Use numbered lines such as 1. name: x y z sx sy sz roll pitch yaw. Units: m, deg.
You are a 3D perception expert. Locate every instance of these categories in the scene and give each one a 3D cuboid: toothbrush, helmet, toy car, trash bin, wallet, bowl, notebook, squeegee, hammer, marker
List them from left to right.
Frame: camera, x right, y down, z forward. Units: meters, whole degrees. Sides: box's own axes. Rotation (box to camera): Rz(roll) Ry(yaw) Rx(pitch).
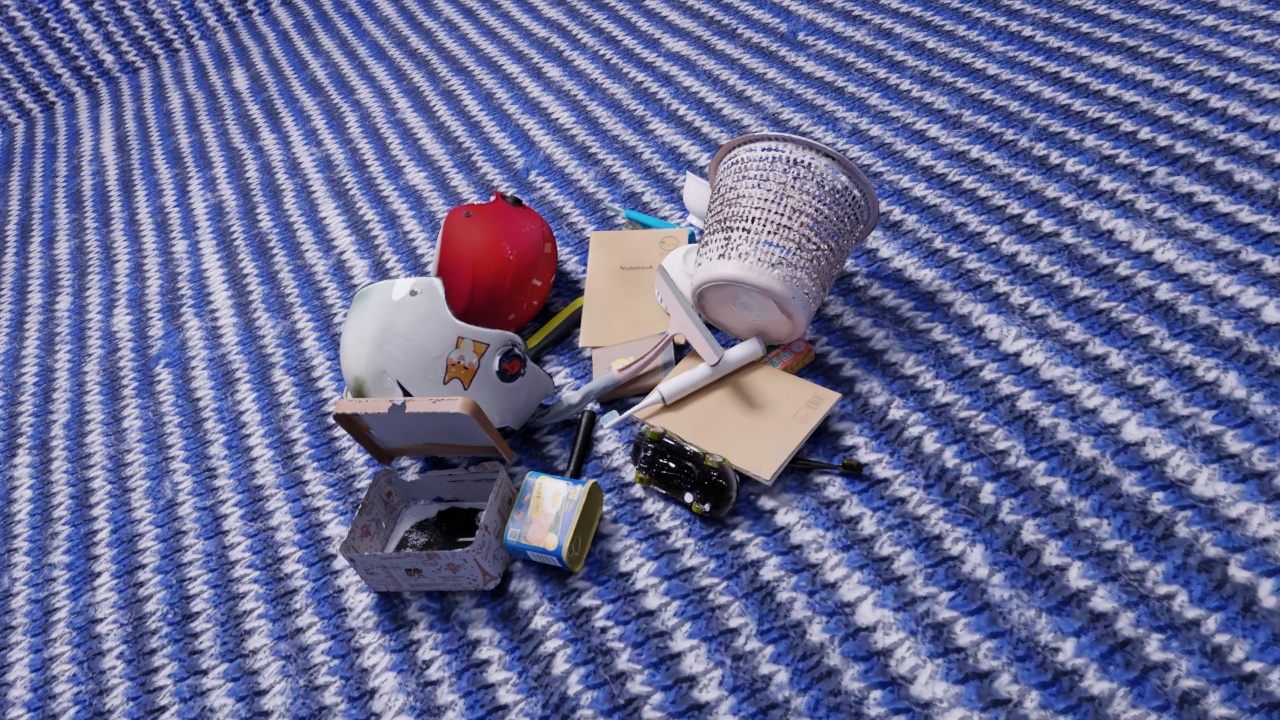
1. helmet: -0.253 0.028 1.127 0.231 0.274 0.156 -10 46 51
2. helmet: -0.189 -0.126 1.309 0.144 0.207 0.239 30 31 12
3. marker: -0.078 0.115 1.137 0.020 0.022 0.131 -7 44 23
4. hammer: -0.073 -0.090 1.335 0.126 0.032 0.322 27 60 39
5. squeegee: -0.027 0.013 1.168 0.250 0.040 0.247 -36 35 6
6. wallet: -0.007 0.007 1.210 0.115 0.033 0.090 -14 52 11
7. notebook: -0.007 -0.105 1.302 0.148 0.008 0.207 -1 57 7
8. toothbrush: 0.052 0.029 1.116 0.221 0.027 0.026 -27 79 -8
9. toy car: 0.050 0.126 1.051 0.158 0.070 0.042 25 17 36
10. bowl: 0.080 -0.115 1.254 0.116 0.066 0.116 2 57 -4
11. bowl: 0.106 -0.227 1.374 0.118 0.118 0.065 43 109 44
12. notebook: 0.111 0.054 1.096 0.212 0.012 0.149 24 57 37
13. toothbrush: 0.146 0.113 1.053 0.213 0.027 0.026 3 43 23
14. trash bin: 0.161 -0.136 1.141 0.228 0.227 0.191 10 63 28

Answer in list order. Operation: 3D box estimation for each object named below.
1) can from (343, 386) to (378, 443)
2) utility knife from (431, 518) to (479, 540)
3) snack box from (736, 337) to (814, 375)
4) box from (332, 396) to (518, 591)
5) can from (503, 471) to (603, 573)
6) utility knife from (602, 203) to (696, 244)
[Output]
1. can: -0.350 0.066 1.232 0.066 0.094 0.066 -11 43 10
2. utility knife: -0.163 0.195 1.090 0.207 0.021 0.030 -14 48 16
3. snack box: 0.136 0.015 1.156 0.155 0.027 0.077 -35 45 -16
4. box: -0.248 0.141 1.028 0.183 0.194 0.156 -6 44 18
5. can: -0.098 0.180 1.040 0.083 0.057 0.101 8 61 22
6. utility knife: 0.010 -0.216 1.432 0.205 0.034 0.018 27 72 39
